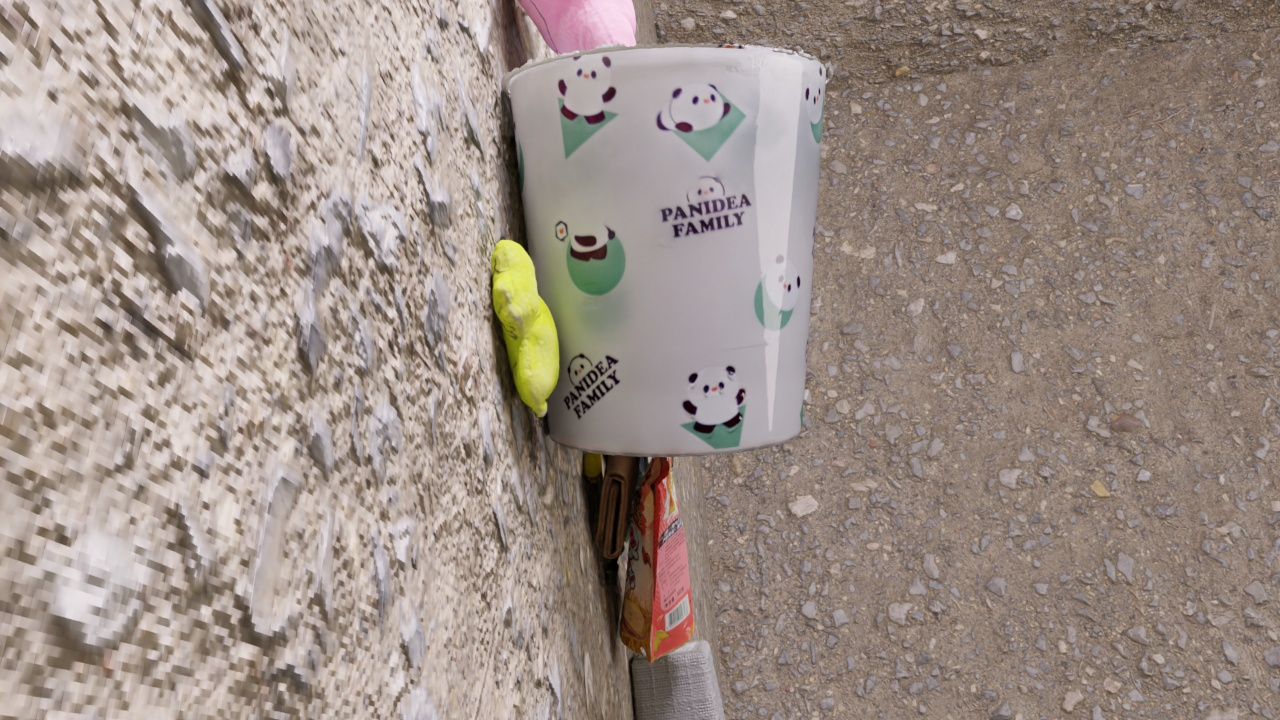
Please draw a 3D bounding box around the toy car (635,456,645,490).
[{"bbox_3d":[-0.016,0.086,0.934,0.121,0.037,0.054,76,7,-49],"label":"toy car"}]

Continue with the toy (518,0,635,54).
[{"bbox_3d":[-0.053,-0.276,0.696,0.194,0.074,0.178,57,1,-26],"label":"toy"}]

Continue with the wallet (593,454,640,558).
[{"bbox_3d":[-0.020,0.112,0.832,0.115,0.033,0.090,-81,178,-67],"label":"wallet"}]

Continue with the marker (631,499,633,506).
[{"bbox_3d":[-0.017,0.098,1.014,0.017,0.017,0.145,76,10,-50],"label":"marker"}]

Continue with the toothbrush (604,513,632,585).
[{"bbox_3d":[-0.019,0.187,0.924,0.185,0.012,0.017,-52,141,-82],"label":"toothbrush"}]

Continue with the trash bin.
[{"bbox_3d":[0.020,-0.072,0.654,0.229,0.230,0.252,-46,135,-82],"label":"trash bin"}]

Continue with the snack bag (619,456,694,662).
[{"bbox_3d":[0.017,0.164,0.845,0.128,0.073,0.208,-70,162,-68],"label":"snack bag"}]

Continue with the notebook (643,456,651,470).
[{"bbox_3d":[0.006,0.123,1.078,0.206,0.010,0.145,107,-22,-80],"label":"notebook"}]

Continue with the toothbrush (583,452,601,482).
[{"bbox_3d":[-0.043,0.030,0.849,0.017,0.016,0.189,84,4,-49],"label":"toothbrush"}]

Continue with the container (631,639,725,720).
[{"bbox_3d":[0.040,0.355,0.945,0.090,0.090,0.114,48,32,-80],"label":"container"}]

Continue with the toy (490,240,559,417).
[{"bbox_3d":[-0.070,-0.020,0.566,0.100,0.031,0.096,75,8,-52],"label":"toy"}]
